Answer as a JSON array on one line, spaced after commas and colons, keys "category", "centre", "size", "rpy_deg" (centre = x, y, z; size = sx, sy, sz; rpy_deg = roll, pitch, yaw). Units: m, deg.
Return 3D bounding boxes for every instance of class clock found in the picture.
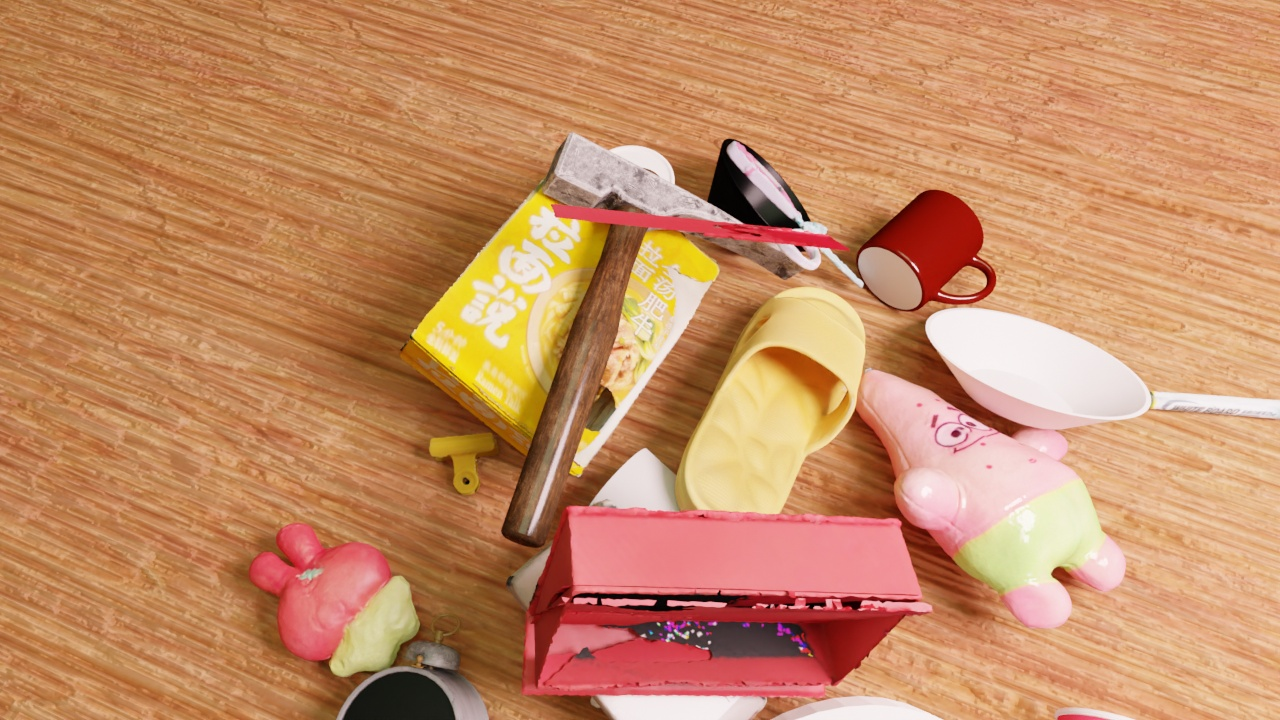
[{"category": "clock", "centre": [-0.154, 0.247, 0.631], "size": [0.104, 0.056, 0.147], "rpy_deg": [9, 67, 15]}]

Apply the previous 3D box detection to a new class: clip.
[{"category": "clip", "centre": [-0.141, 0.081, 0.740], "size": [0.054, 0.046, 0.048], "rpy_deg": [-6, 29, -4]}]

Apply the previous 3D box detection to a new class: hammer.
[{"category": "hammer", "centre": [-0.004, 0.004, 0.675], "size": [0.217, 0.037, 0.300], "rpy_deg": [24, 68, -17]}]

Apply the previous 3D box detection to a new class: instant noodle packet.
[{"category": "instant noodle packet", "centre": [-0.054, -0.043, 0.720], "size": [0.163, 0.084, 0.221], "rpy_deg": [39, 75, -9]}]

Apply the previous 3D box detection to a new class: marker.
[{"category": "marker", "centre": [0.460, 0.035, 0.760], "size": [0.146, 0.017, 0.017], "rpy_deg": [4, 62, 3]}]

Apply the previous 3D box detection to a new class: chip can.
[{"category": "chip can", "centre": [0.282, 0.339, 0.571], "size": [0.069, 0.069, 0.220], "rpy_deg": [17, 64, 9]}]

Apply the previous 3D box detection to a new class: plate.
[{"category": "plate", "centre": [0.309, 0.014, 0.735], "size": [0.174, 0.036, 0.173], "rpy_deg": [9, 28, -5]}]

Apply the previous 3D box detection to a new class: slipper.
[{"category": "slipper", "centre": [0.112, 0.022, 0.704], "size": [0.099, 0.079, 0.262], "rpy_deg": [35, 54, 0]}]

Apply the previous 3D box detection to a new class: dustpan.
[{"category": "dustpan", "centre": [0.116, 0.328, 0.585], "size": [0.257, 0.053, 0.191], "rpy_deg": [-28, 77, -5]}]

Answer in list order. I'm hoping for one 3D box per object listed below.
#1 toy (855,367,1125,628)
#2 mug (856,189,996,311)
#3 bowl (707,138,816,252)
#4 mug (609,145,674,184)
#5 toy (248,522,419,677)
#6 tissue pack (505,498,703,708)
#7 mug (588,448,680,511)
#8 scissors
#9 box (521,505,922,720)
[{"category": "toy", "centre": [0.251, 0.086, 0.693], "size": [0.191, 0.097, 0.236], "rpy_deg": [-14, 50, -36]}, {"category": "mug", "centre": [0.254, -0.085, 0.794], "size": [0.082, 0.073, 0.105], "rpy_deg": [-41, 71, -19]}, {"category": "bowl", "centre": [0.097, -0.132, 0.819], "size": [0.053, 0.124, 0.124], "rpy_deg": [-38, 59, 29]}, {"category": "mug", "centre": [-0.022, -0.142, 0.817], "size": [0.110, 0.091, 0.073], "rpy_deg": [39, 69, 19]}, {"category": "toy", "centre": [-0.227, 0.175, 0.676], "size": [0.135, 0.045, 0.091], "rpy_deg": [30, 69, 11]}, {"category": "tissue pack", "centre": [-0.010, 0.196, 0.636], "size": [0.103, 0.071, 0.181], "rpy_deg": [-40, 95, -17]}, {"category": "mug", "centre": [0.003, 0.136, 0.690], "size": [0.089, 0.071, 0.107], "rpy_deg": [41, 97, 12]}, {"category": "scissors", "centre": [0.131, -0.112, 0.771], "size": [0.170, 0.013, 0.175], "rpy_deg": [45, 24, -14]}, {"category": "box", "centre": [0.037, 0.265, 0.539], "size": [0.212, 0.148, 0.374], "rpy_deg": [6, 83, -14]}]
